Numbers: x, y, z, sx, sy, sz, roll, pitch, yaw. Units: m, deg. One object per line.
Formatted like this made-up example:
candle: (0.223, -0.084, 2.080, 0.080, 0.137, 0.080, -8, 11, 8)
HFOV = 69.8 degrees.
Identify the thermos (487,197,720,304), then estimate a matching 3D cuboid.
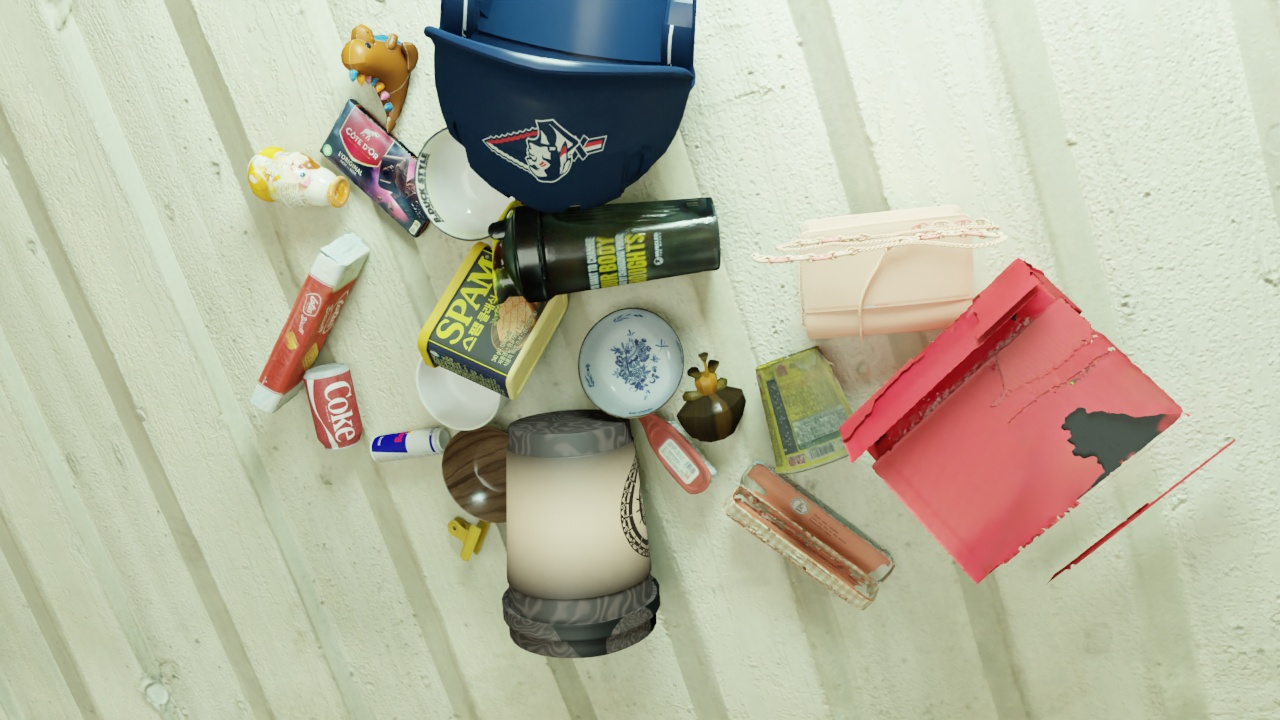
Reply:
thermos: (-0.036, -0.113, 0.897, 0.221, 0.098, 0.098, -7, 104, 1)

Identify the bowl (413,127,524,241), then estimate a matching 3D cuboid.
bowl: (-0.167, -0.187, 0.956, 0.117, 0.067, 0.117, 5, 107, 16)

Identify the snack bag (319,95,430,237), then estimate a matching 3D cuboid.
snack bag: (-0.282, -0.211, 1.014, 0.155, 0.018, 0.075, 42, 114, 5)

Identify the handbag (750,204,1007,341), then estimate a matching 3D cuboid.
handbag: (0.206, -0.058, 0.805, 0.199, 0.186, 0.117, -4, 108, 12)

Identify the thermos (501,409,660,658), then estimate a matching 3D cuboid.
thermos: (-0.069, 0.175, 0.981, 0.173, 0.172, 0.226, -1, 98, 18)

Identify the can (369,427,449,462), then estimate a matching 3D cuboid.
can: (-0.274, 0.100, 1.092, 0.095, 0.032, 0.032, -9, 102, 20)

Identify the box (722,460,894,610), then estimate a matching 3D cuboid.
box: (0.177, 0.184, 0.960, 0.187, 0.054, 0.078, 35, 81, 4)

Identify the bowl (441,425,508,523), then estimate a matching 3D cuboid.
bowl: (-0.170, 0.127, 1.066, 0.119, 0.032, 0.119, 5, 107, 17)

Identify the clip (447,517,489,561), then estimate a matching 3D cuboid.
clip: (-0.208, 0.209, 1.112, 0.048, 0.045, 0.054, 50, 125, 49)

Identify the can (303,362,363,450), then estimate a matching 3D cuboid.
can: (-0.367, 0.055, 1.098, 0.054, 0.054, 0.096, -4, 104, 19)

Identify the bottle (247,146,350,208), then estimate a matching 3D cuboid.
bottle: (-0.380, -0.199, 1.023, 0.109, 0.063, 0.063, 17, 110, 15)

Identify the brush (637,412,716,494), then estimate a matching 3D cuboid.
brush: (0.019, 0.071, 0.991, 0.172, 0.030, 0.041, 50, 116, 14)

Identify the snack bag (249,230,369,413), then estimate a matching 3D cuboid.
snack bag: (-0.384, -0.042, 1.063, 0.041, 0.077, 0.226, 33, 113, -6)

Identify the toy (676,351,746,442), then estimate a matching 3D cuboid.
toy: (0.071, 0.036, 0.947, 0.076, 0.062, 0.100, -21, 117, -14)

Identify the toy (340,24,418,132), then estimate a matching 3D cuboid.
toy: (-0.274, -0.289, 0.948, 0.071, 0.090, 0.103, 6, 103, 16)

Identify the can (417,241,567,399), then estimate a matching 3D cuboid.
can: (-0.150, -0.040, 0.960, 0.104, 0.075, 0.135, 24, 69, 8)

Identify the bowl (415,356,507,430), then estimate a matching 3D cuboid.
bowl: (-0.194, 0.021, 1.032, 0.105, 0.054, 0.105, 6, 109, 16)

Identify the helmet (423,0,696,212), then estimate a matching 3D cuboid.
helmet: (-0.071, -0.240, 0.800, 0.232, 0.272, 0.223, 9, 101, 0)

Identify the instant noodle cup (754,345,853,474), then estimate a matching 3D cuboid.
instant noodle cup: (0.162, 0.048, 0.908, 0.102, 0.102, 0.108, -20, 90, 22)

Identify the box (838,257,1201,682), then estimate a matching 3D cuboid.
box: (0.256, 0.045, 0.703, 0.107, 0.408, 0.212, 42, 112, -1)

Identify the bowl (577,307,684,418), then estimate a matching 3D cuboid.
bowl: (-0.006, 0.006, 0.962, 0.114, 0.045, 0.114, -2, 82, 13)
